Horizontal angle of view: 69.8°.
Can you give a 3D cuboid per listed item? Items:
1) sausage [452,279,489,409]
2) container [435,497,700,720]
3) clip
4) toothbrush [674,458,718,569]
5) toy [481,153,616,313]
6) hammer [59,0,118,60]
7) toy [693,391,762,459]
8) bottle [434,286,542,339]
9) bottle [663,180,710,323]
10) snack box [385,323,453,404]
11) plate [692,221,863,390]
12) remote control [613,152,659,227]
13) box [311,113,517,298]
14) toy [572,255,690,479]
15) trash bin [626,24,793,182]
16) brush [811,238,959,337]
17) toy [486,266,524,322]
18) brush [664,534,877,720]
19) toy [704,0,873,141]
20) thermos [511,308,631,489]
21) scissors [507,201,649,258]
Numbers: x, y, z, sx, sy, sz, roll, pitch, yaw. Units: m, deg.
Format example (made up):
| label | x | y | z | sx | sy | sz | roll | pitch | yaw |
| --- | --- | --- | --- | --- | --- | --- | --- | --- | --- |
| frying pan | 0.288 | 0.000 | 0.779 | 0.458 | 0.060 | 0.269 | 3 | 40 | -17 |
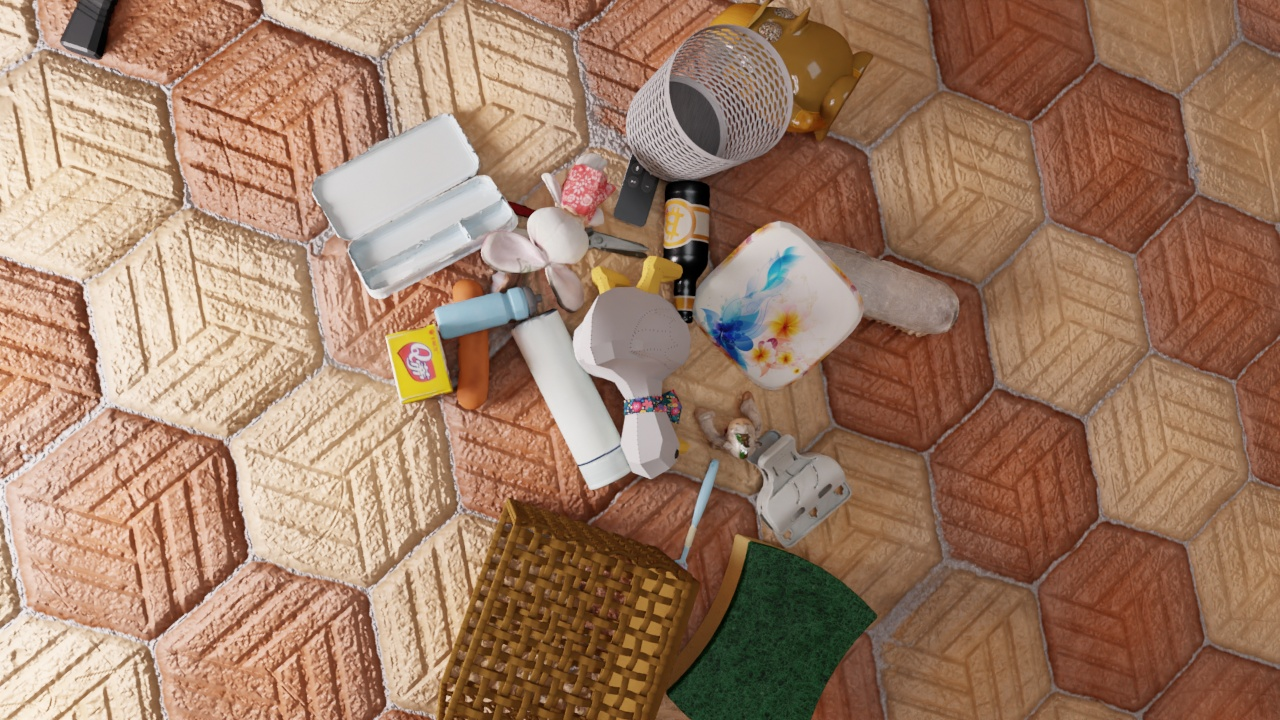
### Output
| label | x | y | z | sx | sy | sz | roll | pitch | yaw |
| --- | --- | --- | --- | --- | --- | --- | --- | --- | --- |
| sausage | -0.212 | -0.021 | 1.153 | 0.039 | 0.045 | 0.164 | -1 | 88 | -46 |
| container | -0.092 | 0.323 | 1.072 | 0.214 | 0.220 | 0.251 | 20 | 84 | -9 |
| clip | 0.204 | 0.162 | 1.218 | 0.124 | 0.074 | 0.144 | -38 | 105 | -12 |
| toothbrush | 0.075 | 0.204 | 1.211 | 0.022 | 0.016 | 0.155 | 16 | 84 | 28 |
| toy | -0.096 | -0.172 | 1.144 | 0.159 | 0.084 | 0.194 | 26 | 88 | -33 |
| hammer | -0.620 | -0.522 | 1.101 | 0.131 | 0.039 | 0.328 | 17 | 86 | -8 |
| toy | 0.118 | 0.093 | 1.182 | 0.085 | 0.106 | 0.074 | -8 | 110 | -3 |
| bottle | -0.182 | -0.060 | 1.117 | 0.130 | 0.040 | 0.040 | -16 | 91 | -12 |
| bottle | 0.059 | -0.139 | 1.199 | 0.059 | 0.059 | 0.181 | 2 | 88 | -10 |
| snack box | -0.266 | 0.006 | 1.110 | 0.061 | 0.106 | 0.083 | -14 | 90 | -11 |
| plate | 0.179 | -0.068 | 1.203 | 0.187 | 0.016 | 0.187 | -43 | 96 | 14 |
| remote control | 0.005 | -0.251 | 1.219 | 0.045 | 0.008 | 0.146 | 18 | 85 | -9 |
| box | -0.283 | -0.193 | 1.149 | 0.209 | 0.061 | 0.192 | -32 | 75 | -11 |
| toy | -0.007 | 0.006 | 1.124 | 0.141 | 0.246 | 0.267 | -9 | 72 | 22 |
| trash bin | 0.075 | -0.306 | 1.137 | 0.156 | 0.183 | 0.156 | 0 | 90 | -19 |
| brush | 0.303 | -0.100 | 1.243 | 0.271 | 0.056 | 0.083 | 16 | 90 | -8 |
| toy | -0.170 | -0.104 | 1.166 | 0.054 | 0.042 | 0.101 | 19 | 75 | -31 |
| brush | 0.163 | 0.373 | 1.190 | 0.195 | 0.075 | 0.250 | 31 | 83 | -8 |
| toy | 0.182 | -0.392 | 1.190 | 0.203 | 0.163 | 0.198 | 31 | 51 | 4 |
| thermos | -0.085 | 0.049 | 1.162 | 0.068 | 0.068 | 0.230 | -27 | 92 | -10 |
| scissors | -0.087 | -0.169 | 1.197 | 0.187 | 0.015 | 0.146 | -22 | 92 | -12 |
